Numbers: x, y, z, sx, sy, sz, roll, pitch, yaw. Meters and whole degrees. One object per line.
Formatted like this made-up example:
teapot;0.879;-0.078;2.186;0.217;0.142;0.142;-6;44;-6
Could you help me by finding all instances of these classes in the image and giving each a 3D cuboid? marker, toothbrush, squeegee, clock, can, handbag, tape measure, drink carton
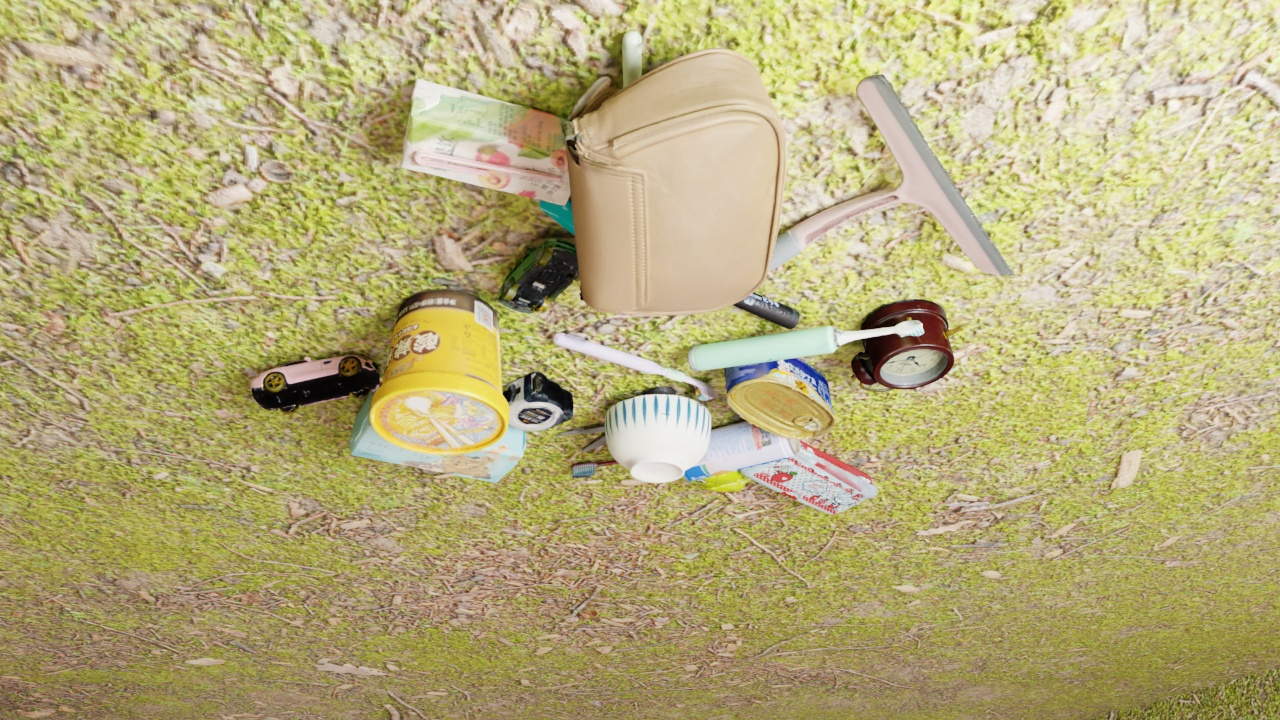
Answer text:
marker;0.089;-0.056;0.829;0.132;0.020;0.022;19;156;-29
toothbrush;-0.006;0.005;0.921;0.189;0.029;0.021;20;101;-29
squeegee;0.135;-0.097;0.746;0.250;0.040;0.247;-25;138;28
clock;0.252;-0.007;0.884;0.082;0.055;0.122;6;144;-15
can;0.143;0.033;0.945;0.075;0.049;0.148;-27;140;34
handbag;0.022;-0.116;0.639;0.147;0.099;0.205;-13;146;-8
tape measure;-0.112;0.045;0.962;0.066;0.033;0.065;-22;141;23
toothbrush;0.149;-0.016;0.857;0.225;0.026;0.027;-9;151;27
toothbrush;0.007;0.122;1.105;0.188;0.017;0.016;-8;147;8
toothbrush;-0.003;-0.157;0.665;0.020;0.029;0.190;33;153;21
can;0.110;0.098;1.041;0.135;0.053;0.053;-16;145;20
drink carton;-0.103;-0.150;0.643;0.122;0.045;0.054;10;146;-19

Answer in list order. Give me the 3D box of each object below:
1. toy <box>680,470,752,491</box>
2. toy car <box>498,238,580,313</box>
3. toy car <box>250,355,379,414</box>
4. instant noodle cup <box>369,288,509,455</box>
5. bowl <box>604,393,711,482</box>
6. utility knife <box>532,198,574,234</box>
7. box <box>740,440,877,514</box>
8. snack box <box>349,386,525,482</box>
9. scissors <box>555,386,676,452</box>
toy;0.095;0.140;1.123;0.097;0.031;0.100;-5;158;1
toy car;-0.084;-0.072;0.775;0.043;0.036;0.091;23;141;-33
toy car;-0.320;0.020;0.907;0.122;0.037;0.056;-12;152;-9
instant noodle cup;-0.175;0.008;0.823;0.118;0.114;0.119;-1;148;-1
bowl;0.019;0.090;0.985;0.116;0.066;0.117;0;149;0
utility knife;-0.038;-0.106;0.747;0.029;0.013;0.186;-26;142;29
box;0.210;0.143;1.127;0.087;0.046;0.201;-30;138;35
snack box;-0.218;0.083;0.995;0.174;0.051;0.074;15;144;-26
scissors;-0.007;0.071;1.032;0.159;0.014;0.178;9;148;-14
